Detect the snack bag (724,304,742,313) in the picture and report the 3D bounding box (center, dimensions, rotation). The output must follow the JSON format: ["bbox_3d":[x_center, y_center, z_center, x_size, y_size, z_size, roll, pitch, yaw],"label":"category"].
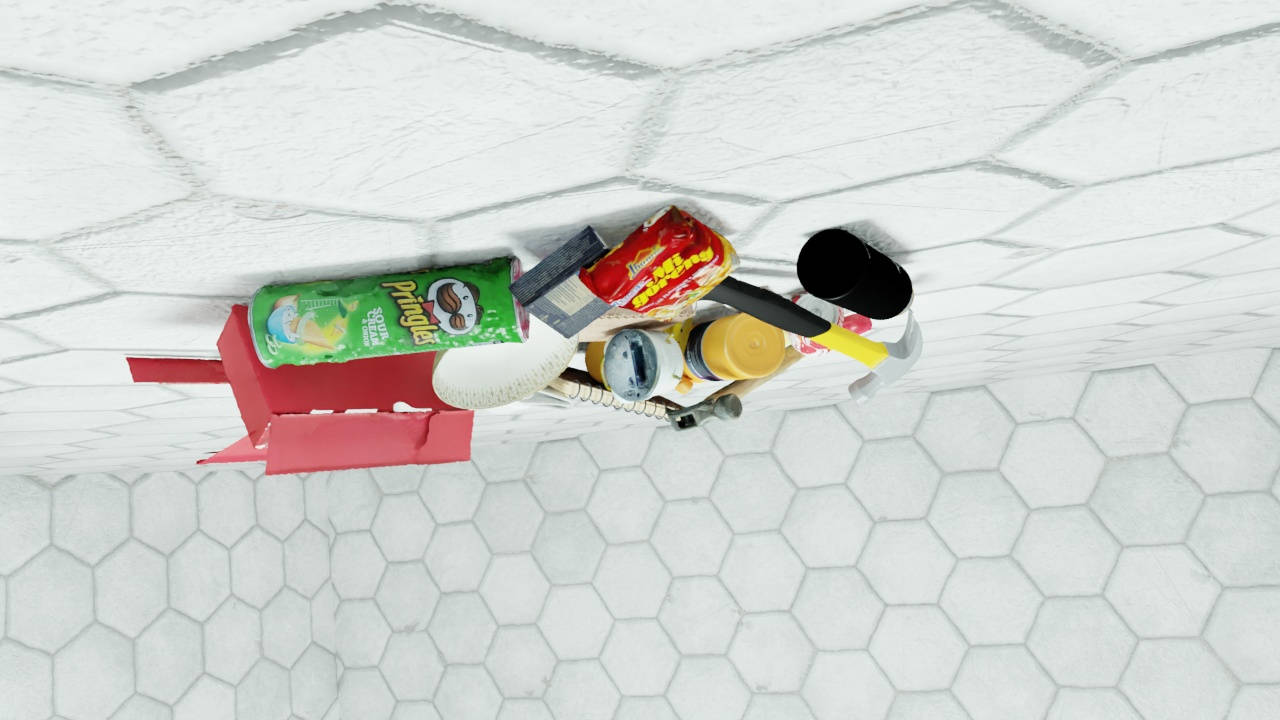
[{"bbox_3d":[0.138,-0.062,1.067,0.057,0.013,0.157,-8,172,20],"label":"snack bag"}]

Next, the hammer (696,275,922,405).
[{"bbox_3d":[0.181,-0.035,0.967,0.323,0.029,0.127,19,129,-36],"label":"hammer"}]

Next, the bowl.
[{"bbox_3d":[-0.138,-0.021,0.880,0.145,0.063,0.145,-22,149,-14],"label":"bowl"}]

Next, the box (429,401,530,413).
[{"bbox_3d":[-0.222,0.039,1.302,0.143,0.083,0.138,-8,175,-28],"label":"box"}]

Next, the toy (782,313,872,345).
[{"bbox_3d":[0.225,-0.041,1.158,0.135,0.045,0.091,-5,-177,34],"label":"toy"}]

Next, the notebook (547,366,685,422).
[{"bbox_3d":[-0.049,0.039,1.239,0.225,0.024,0.167,16,-176,-37],"label":"notebook"}]

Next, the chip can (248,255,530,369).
[{"bbox_3d":[-0.208,-0.039,0.769,0.223,0.075,0.075,-6,172,0],"label":"chip can"}]

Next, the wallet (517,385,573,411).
[{"bbox_3d":[-0.145,0.039,1.189,0.086,0.032,0.116,15,-174,-31],"label":"wallet"}]

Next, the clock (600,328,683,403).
[{"bbox_3d":[-0.006,0.006,1.052,0.118,0.083,0.057,-12,177,43],"label":"clock"}]

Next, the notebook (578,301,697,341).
[{"bbox_3d":[-0.063,-0.044,1.029,0.210,0.022,0.169,-3,173,-23],"label":"notebook"}]

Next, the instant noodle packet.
[{"bbox_3d":[0.020,-0.072,0.728,0.099,0.039,0.135,-33,162,18],"label":"instant noodle packet"}]

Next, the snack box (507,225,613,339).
[{"bbox_3d":[-0.051,-0.061,0.767,0.082,0.027,0.150,-37,169,2],"label":"snack box"}]

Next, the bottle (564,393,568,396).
[{"bbox_3d":[-0.138,0.040,1.414,0.063,0.063,0.109,-6,172,1],"label":"bottle"}]

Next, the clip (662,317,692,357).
[{"bbox_3d":[0.042,-0.033,1.121,0.044,0.054,0.049,11,-165,-7],"label":"clip"}]

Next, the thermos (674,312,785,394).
[{"bbox_3d":[0.084,-0.008,1.125,0.091,0.076,0.233,-27,-174,-18],"label":"thermos"}]

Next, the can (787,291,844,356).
[{"bbox_3d":[0.202,-0.043,1.062,0.064,0.064,0.105,-7,170,9],"label":"can"}]

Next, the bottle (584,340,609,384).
[{"bbox_3d":[-0.011,0.003,1.227,0.068,0.067,0.156,-9,171,23],"label":"bottle"}]

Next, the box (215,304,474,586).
[{"bbox_3d":[-0.239,0.190,0.833,0.141,0.510,0.215,-32,158,37],"label":"box"}]

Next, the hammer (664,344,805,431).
[{"bbox_3d":[0.154,0.017,1.173,0.132,0.033,0.329,-21,-175,45],"label":"hammer"}]

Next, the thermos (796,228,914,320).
[{"bbox_3d":[0.217,-0.073,0.875,0.061,0.061,0.231,-10,171,29],"label":"thermos"}]
